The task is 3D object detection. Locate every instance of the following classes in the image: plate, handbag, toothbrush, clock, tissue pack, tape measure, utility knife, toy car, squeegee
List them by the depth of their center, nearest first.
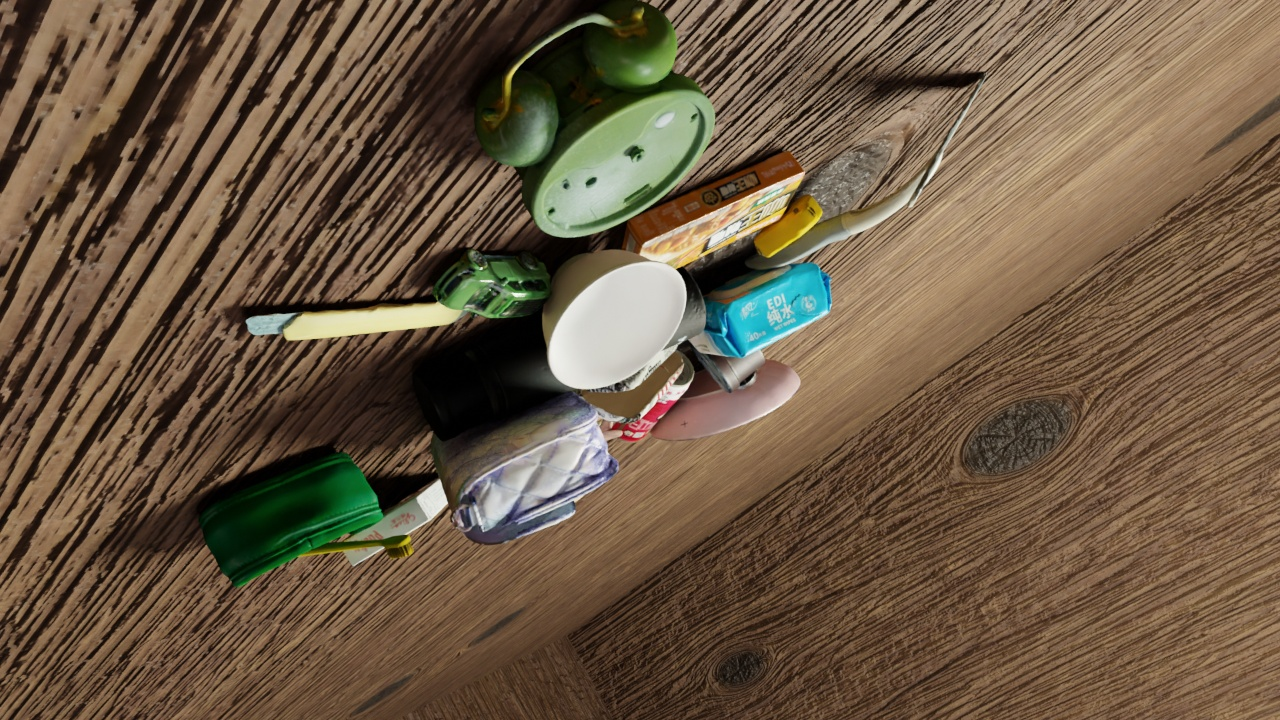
[{"bbox_3d":[-0.025,-0.130,0.495,0.116,0.056,0.161,-34,163,3],"label":"clock"},{"bbox_3d":[-0.173,-0.026,0.590,0.031,0.019,0.177,-47,164,30],"label":"utility knife"},{"bbox_3d":[-0.099,-0.051,0.627,0.043,0.036,0.091,-41,157,31],"label":"toy car"},{"bbox_3d":[-0.286,0.136,0.760,0.131,0.068,0.120,-25,169,-26],"label":"handbag"},{"bbox_3d":[-0.102,0.079,0.762,0.134,0.075,0.194,-23,-165,-12],"label":"handbag"},{"bbox_3d":[0.131,-0.124,0.812,0.060,0.029,0.057,-33,-168,39],"label":"tape measure"},{"bbox_3d":[-0.279,0.171,0.818,0.190,0.016,0.015,-10,-166,26],"label":"toothbrush"},{"bbox_3d":[0.190,-0.131,0.822,0.247,0.039,0.245,-31,-166,43],"label":"squeegee"},{"bbox_3d":[0.113,-0.052,0.908,0.139,0.063,0.090,-25,-167,-19],"label":"tissue pack"},{"bbox_3d":[0.095,-0.008,1.012,0.055,0.082,0.122,-38,161,-3],"label":"clock"},{"bbox_3d":[0.096,0.038,1.113,0.192,0.039,0.192,-20,-168,4],"label":"plate"}]

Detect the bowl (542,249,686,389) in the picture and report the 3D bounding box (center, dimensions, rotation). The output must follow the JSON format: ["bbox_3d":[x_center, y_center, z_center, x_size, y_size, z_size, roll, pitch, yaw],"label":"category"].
[{"bbox_3d":[-0.032,-0.043,0.692,0.118,0.064,0.118,-25,143,-21],"label":"bowl"}]

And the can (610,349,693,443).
[{"bbox_3d":[0.010,0.041,1.046,0.053,0.053,0.133,-19,159,-36],"label":"can"}]

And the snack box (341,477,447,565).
[{"bbox_3d":[-0.232,0.152,0.901,0.084,0.027,0.157,-31,-179,-1],"label":"snack box"}]

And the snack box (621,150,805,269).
[{"bbox_3d":[0.055,-0.113,0.737,0.153,0.026,0.075,-27,163,-18],"label":"snack box"}]

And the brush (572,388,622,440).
[{"bbox_3d":[-0.090,0.074,0.899,0.146,0.073,0.063,-24,165,10],"label":"brush"}]

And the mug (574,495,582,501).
[{"bbox_3d":[-0.126,0.118,1.004,0.125,0.084,0.103,-9,168,16],"label":"mug"}]

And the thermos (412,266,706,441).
[{"bbox_3d":[-0.068,-0.010,0.765,0.242,0.068,0.090,-23,-167,-22],"label":"thermos"}]

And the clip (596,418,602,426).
[{"bbox_3d":[-0.058,0.046,0.973,0.034,0.060,0.097,-32,175,5],"label":"clip"}]

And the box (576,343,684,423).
[{"bbox_3d":[-0.006,-0.004,0.846,0.163,0.075,0.077,-43,148,-57],"label":"box"}]
